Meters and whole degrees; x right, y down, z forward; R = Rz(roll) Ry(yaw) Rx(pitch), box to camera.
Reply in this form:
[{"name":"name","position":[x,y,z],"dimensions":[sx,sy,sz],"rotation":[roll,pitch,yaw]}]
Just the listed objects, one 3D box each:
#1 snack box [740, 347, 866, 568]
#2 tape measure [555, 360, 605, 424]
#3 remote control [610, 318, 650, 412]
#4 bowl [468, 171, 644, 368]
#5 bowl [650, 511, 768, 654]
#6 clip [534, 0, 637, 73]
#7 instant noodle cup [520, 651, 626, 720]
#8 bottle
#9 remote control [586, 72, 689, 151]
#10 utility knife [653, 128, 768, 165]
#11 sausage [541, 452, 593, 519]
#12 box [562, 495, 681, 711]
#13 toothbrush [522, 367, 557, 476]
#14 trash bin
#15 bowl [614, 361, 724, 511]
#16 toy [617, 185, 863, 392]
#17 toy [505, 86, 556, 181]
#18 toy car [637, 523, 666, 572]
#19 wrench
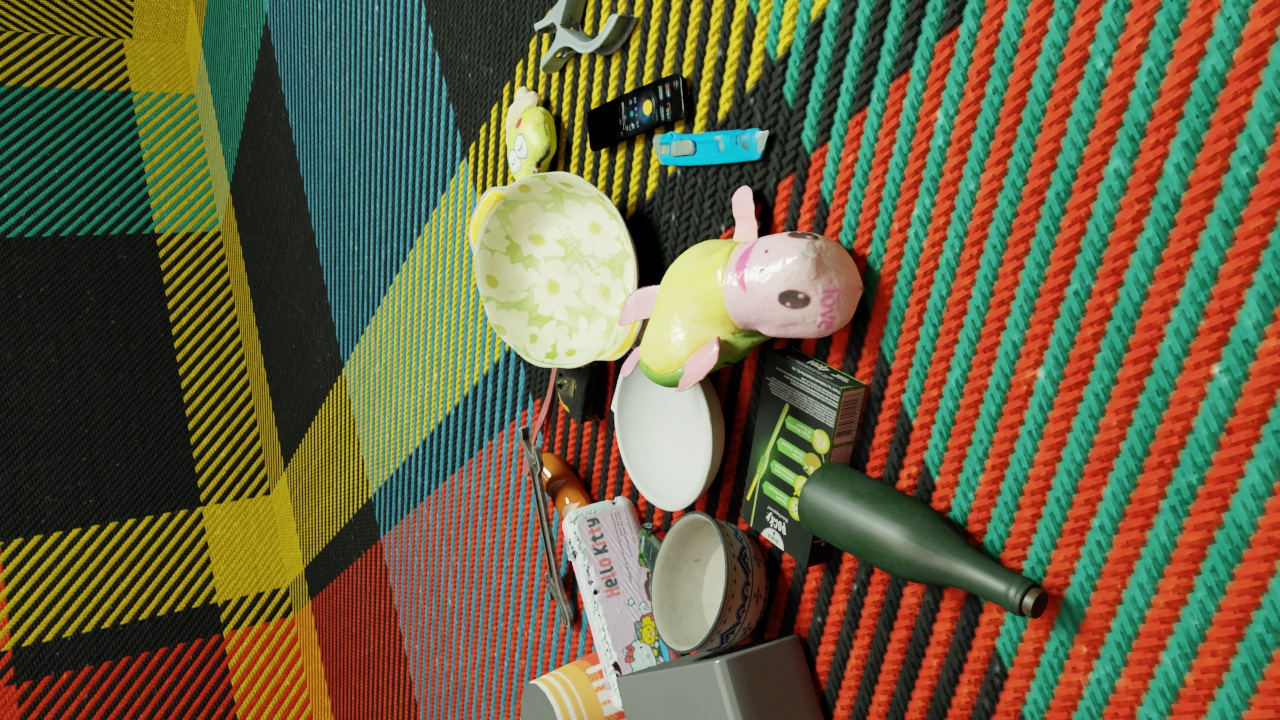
[{"name":"snack box","position":[0.121,0.073,0.703],"dimensions":[0.080,0.025,0.148],"rotation":[33,123,50]},{"name":"tape measure","position":[-0.066,0.025,0.972],"dimensions":[0.062,0.038,0.067],"rotation":[35,125,49]},{"name":"remote control","position":[-0.005,0.005,0.898],"dimensions":[0.028,0.011,0.124],"rotation":[49,134,41]},{"name":"bowl","position":[-0.072,-0.089,0.901],"dimensions":[0.219,0.060,0.189],"rotation":[39,116,17]},{"name":"bowl","position":[0.063,0.189,0.770],"dimensions":[0.116,0.059,0.115],"rotation":[-39,43,49]},{"name":"clip","position":[-0.053,-0.310,0.894],"dimensions":[0.172,0.029,0.143],"rotation":[-30,69,56]},{"name":"instant noodle cup","position":[-0.046,0.357,0.932],"dimensions":[0.123,0.121,0.123],"rotation":[17,110,55]},{"name":"bottle","position":[0.181,0.119,0.595],"dimensions":[0.174,0.055,0.055],"rotation":[24,116,52]},{"name":"remote control","position":[-0.004,-0.226,0.844],"dimensions":[0.152,0.020,0.041],"rotation":[0,95,56]},{"name":"utility knife","position":[0.055,-0.179,0.766],"dimensions":[0.158,0.015,0.031],"rotation":[12,111,54]},{"name":"sausage","position":[-0.071,0.165,1.003],"dimensions":[0.164,0.044,0.039],"rotation":[54,133,37]},{"name":"box","position":[-0.019,0.237,0.901],"dimensions":[0.045,0.086,0.202],"rotation":[132,124,-61]},{"name":"toothbrush","position":[-0.112,0.061,1.077],"dimensions":[0.015,0.015,0.185],"rotation":[47,130,43]},{"name":"trash bin","position":[0.081,0.356,0.760],"dimensions":[0.192,0.097,0.219],"rotation":[-37,64,54]},{"name":"bowl","position":[0.033,0.057,0.820],"dimensions":[0.150,0.043,0.149],"rotation":[15,108,55]},{"name":"toy","position":[0.062,-0.044,0.707],"dimensions":[0.239,0.087,0.189],"rotation":[-20,41,46]},{"name":"toy","position":[-0.123,-0.246,1.001],"dimensions":[0.092,0.046,0.115],"rotation":[-57,42,49]},{"name":"toy car","position":[0.026,0.188,0.863],"dimensions":[0.091,0.036,0.042],"rotation":[32,123,49]},{"name":"wrench","position":[-0.106,0.192,1.031],"dimensions":[0.070,0.010,0.274],"rotation":[41,144,52]}]
